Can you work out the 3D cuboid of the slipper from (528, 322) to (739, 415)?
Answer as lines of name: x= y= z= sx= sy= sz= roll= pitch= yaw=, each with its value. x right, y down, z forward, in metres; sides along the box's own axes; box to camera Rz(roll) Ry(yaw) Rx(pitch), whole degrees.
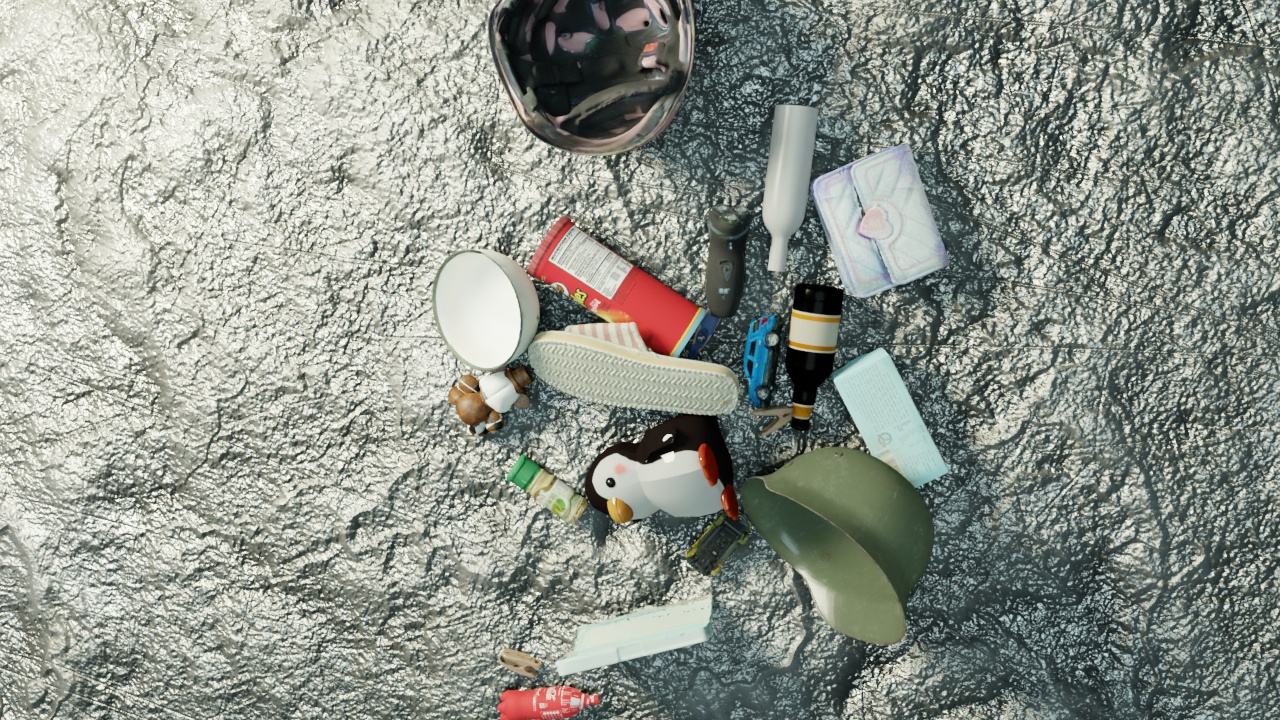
slipper: x=-0.007 y=0.006 z=1.123 sx=0.263 sy=0.052 sz=0.115 roll=11 pitch=138 yaw=11

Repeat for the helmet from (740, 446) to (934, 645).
helmet: x=0.246 y=0.194 z=1.103 sx=0.153 sy=0.268 sz=0.227 roll=-39 pitch=121 yaw=-25

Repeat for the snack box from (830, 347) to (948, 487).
snack box: x=0.310 y=0.077 z=1.147 sx=0.075 sy=0.053 sz=0.174 roll=-28 pitch=97 yaw=11

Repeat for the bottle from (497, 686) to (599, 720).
bottle: x=-0.126 y=0.476 z=1.273 sx=0.142 sy=0.042 sz=0.042 roll=-7 pitch=99 yaw=8

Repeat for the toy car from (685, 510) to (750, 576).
toy car: x=0.104 y=0.240 z=1.210 sx=0.049 sy=0.030 sz=0.107 roll=39 pitch=108 yaw=0

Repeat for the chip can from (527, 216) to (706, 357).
chip can: x=-0.029 y=-0.087 z=1.143 sx=0.213 sy=0.087 sz=0.087 roll=33 pitch=102 yaw=-1

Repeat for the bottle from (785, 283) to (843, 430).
bottle: x=0.210 y=-0.002 z=1.141 sx=0.059 sy=0.059 sz=0.182 roll=7 pitch=101 yaw=5

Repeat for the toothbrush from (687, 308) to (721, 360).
toothbrush: x=0.074 y=-0.022 z=1.176 sx=0.021 sy=0.017 sz=0.135 roll=27 pitch=102 yaw=-1

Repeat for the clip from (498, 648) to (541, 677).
clip: x=-0.166 y=0.419 z=1.278 sx=0.049 sy=0.026 sz=0.061 roll=-32 pitch=96 yaw=10

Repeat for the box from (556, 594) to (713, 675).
box: x=-0.002 y=0.359 z=1.189 sx=0.197 sy=0.136 sz=0.044 roll=-16 pitch=92 yaw=9

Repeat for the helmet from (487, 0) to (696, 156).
helmet: x=-0.044 y=-0.364 z=1.062 sx=0.230 sy=0.152 sz=0.255 roll=-13 pitch=96 yaw=12

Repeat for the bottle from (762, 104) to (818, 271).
bottle: x=0.177 y=-0.206 z=1.113 sx=0.052 sy=0.052 sz=0.195 roll=7 pitch=101 yaw=5

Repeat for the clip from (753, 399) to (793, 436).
clip: x=0.176 y=0.077 z=1.179 sx=0.049 sy=0.026 sz=0.061 roll=18 pitch=94 yaw=-6

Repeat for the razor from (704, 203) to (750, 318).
razor: x=0.106 y=-0.122 z=1.130 sx=0.053 sy=0.063 sz=0.140 roll=4 pitch=99 yaw=7

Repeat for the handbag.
handbag: x=0.287 y=-0.166 z=1.101 sx=0.126 sy=0.069 sz=0.158 roll=-20 pitch=94 yaw=8

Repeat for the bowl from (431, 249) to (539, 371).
bowl: x=-0.185 y=-0.069 z=1.156 sx=0.154 sy=0.072 sz=0.153 roll=12 pitch=111 yaw=32

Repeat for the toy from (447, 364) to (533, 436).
toy: x=-0.193 y=0.046 z=1.200 sx=0.112 sy=0.067 sz=0.087 roll=-33 pitch=94 yaw=2

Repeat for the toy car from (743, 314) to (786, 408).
toy car: x=0.154 y=0.001 z=1.154 sx=0.044 sy=0.056 sz=0.120 roll=8 pitch=97 yaw=19

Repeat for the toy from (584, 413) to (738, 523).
toy: x=0.019 y=0.139 z=1.171 sx=0.184 sy=0.139 sz=0.159 roll=-16 pitch=130 yaw=18

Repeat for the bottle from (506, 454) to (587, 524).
bottle: x=-0.124 y=0.173 z=1.221 sx=0.111 sy=0.043 sz=0.043 roll=36 pitch=102 yaw=-1
